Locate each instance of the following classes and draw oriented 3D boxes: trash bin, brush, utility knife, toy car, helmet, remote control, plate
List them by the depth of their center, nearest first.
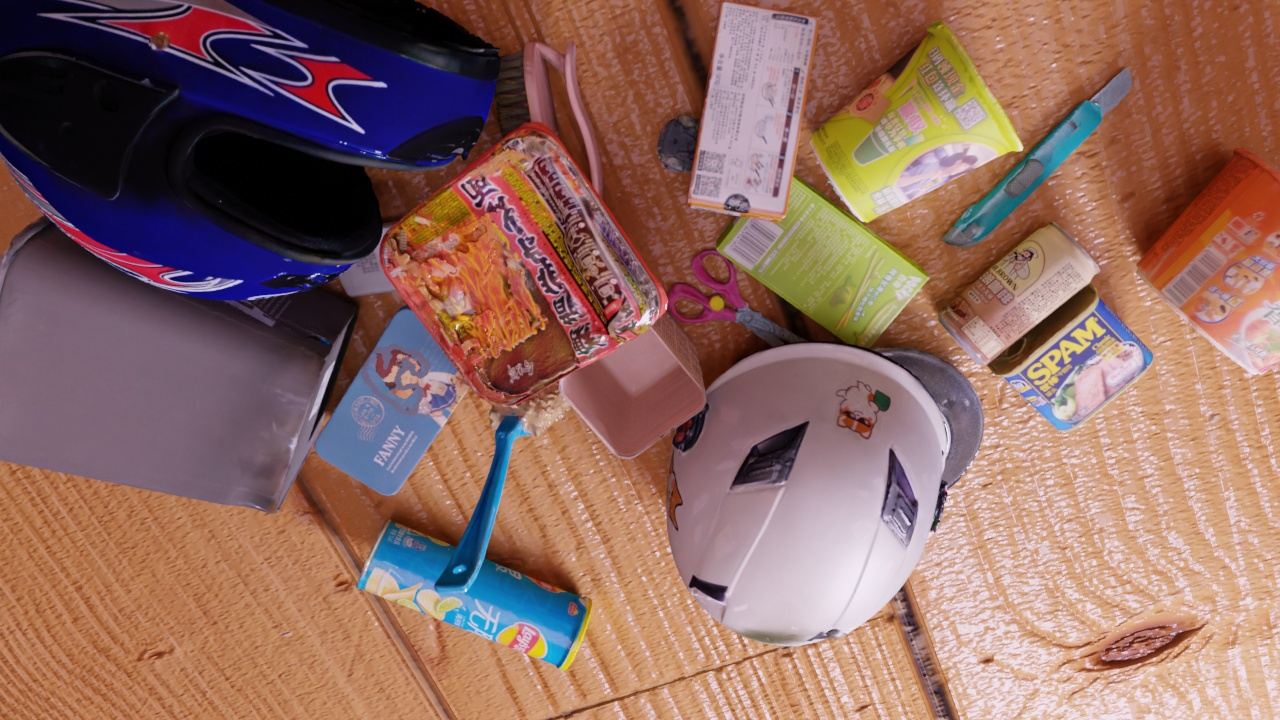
[{"bbox_3d":[-0.270,-0.158,0.616,0.315,0.246,0.241,26,112,6],"label":"helmet"},{"bbox_3d":[-0.070,-0.171,0.711,0.073,0.063,0.146,-3,110,8],"label":"brush"},{"bbox_3d":[-0.106,0.079,0.719,0.083,0.253,0.046,-3,129,16],"label":"brush"},{"bbox_3d":[0.058,-0.161,0.720,0.090,0.034,0.043,15,95,-2],"label":"toy car"},{"bbox_3d":[0.313,-0.155,0.723,0.029,0.013,0.182,38,109,-13],"label":"utility knife"},{"bbox_3d":[-0.363,0.000,0.732,0.219,0.198,0.199,20,111,-12],"label":"trash bin"},{"bbox_3d":[0.124,0.132,0.736,0.230,0.156,0.275,19,135,-3],"label":"helmet"},{"bbox_3d":[-0.182,-0.091,0.769,0.150,0.021,0.058,-7,111,5],"label":"remote control"},{"bbox_3d":[0.209,0.070,0.797,0.179,0.024,0.180,2,120,3],"label":"plate"}]

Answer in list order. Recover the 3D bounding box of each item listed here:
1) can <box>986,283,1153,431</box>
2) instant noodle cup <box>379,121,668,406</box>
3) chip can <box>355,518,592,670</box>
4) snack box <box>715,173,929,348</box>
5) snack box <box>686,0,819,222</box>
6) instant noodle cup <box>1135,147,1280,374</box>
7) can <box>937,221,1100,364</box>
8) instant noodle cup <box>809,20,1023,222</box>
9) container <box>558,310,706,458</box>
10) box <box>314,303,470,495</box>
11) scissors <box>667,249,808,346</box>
[{"bbox_3d":[0.354,-0.003,0.759,0.083,0.057,0.102,40,109,-14],"label":"can"},{"bbox_3d":[-0.083,-0.067,0.676,0.189,0.078,0.164,-28,102,29],"label":"instant noodle cup"},{"bbox_3d":[-0.154,0.220,0.865,0.210,0.071,0.071,24,111,-6],"label":"chip can"},{"bbox_3d":[0.148,-0.082,0.753,0.156,0.026,0.086,33,111,-10],"label":"snack box"},{"bbox_3d":[0.084,-0.186,0.689,0.075,0.026,0.153,10,91,0],"label":"snack box"},{"bbox_3d":[0.460,-0.069,0.685,0.151,0.151,0.112,34,117,-10],"label":"instant noodle cup"},{"bbox_3d":[0.302,-0.053,0.740,0.116,0.058,0.058,-42,104,17],"label":"can"},{"bbox_3d":[0.196,-0.168,0.680,0.124,0.111,0.111,-33,107,22],"label":"instant noodle cup"},{"bbox_3d":[-0.004,0.004,0.750,0.090,0.110,0.090,-36,106,15],"label":"container"},{"bbox_3d":[-0.207,0.032,0.800,0.090,0.061,0.184,32,108,-9],"label":"box"},{"bbox_3d":[0.093,-0.046,0.779,0.137,0.017,0.074,23,102,-11],"label":"scissors"}]
